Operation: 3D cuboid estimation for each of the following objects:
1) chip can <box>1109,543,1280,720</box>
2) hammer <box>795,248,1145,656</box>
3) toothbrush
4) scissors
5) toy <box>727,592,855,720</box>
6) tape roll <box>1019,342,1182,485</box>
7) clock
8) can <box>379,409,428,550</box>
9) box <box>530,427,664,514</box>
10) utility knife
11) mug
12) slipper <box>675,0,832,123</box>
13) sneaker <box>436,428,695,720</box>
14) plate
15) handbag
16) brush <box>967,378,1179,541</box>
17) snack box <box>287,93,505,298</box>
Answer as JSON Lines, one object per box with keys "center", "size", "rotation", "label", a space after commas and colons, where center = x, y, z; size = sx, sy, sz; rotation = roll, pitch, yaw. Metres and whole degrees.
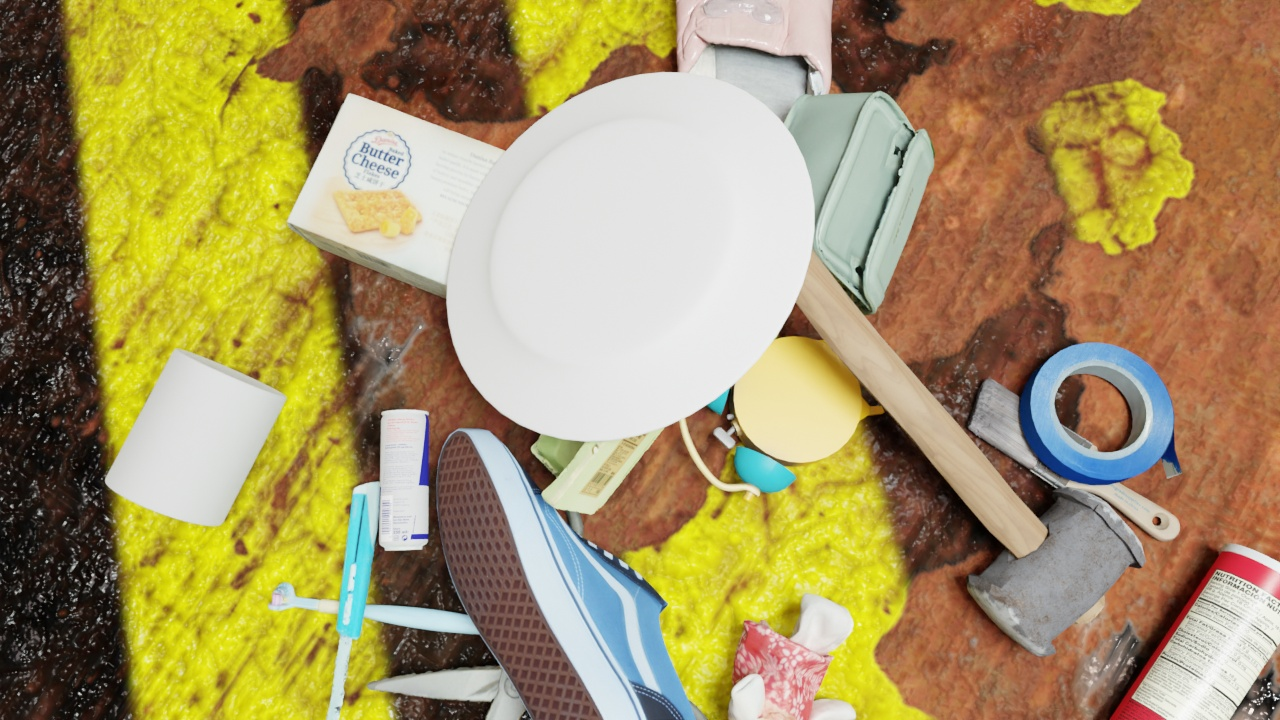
{"center": [0.319, 0.213, 0.551], "size": [0.052, 0.052, 0.214], "rotation": [36, 85, 10], "label": "chip can"}
{"center": [0.171, 0.036, 0.553], "size": [0.098, 0.052, 0.328], "rotation": [-43, 97, -3], "label": "hammer"}
{"center": [-0.178, 0.171, 0.624], "size": [0.155, 0.016, 0.022], "rotation": [6, 42, 7], "label": "toothbrush"}
{"center": [-0.062, 0.193, 0.596], "size": [0.225, 0.016, 0.229], "rotation": [5, 73, 2], "label": "scissors"}
{"center": [0.078, 0.236, 0.550], "size": [0.084, 0.159, 0.194], "rotation": [3, 64, 50], "label": "toy"}
{"center": [0.295, 0.034, 0.593], "size": [0.093, 0.016, 0.091], "rotation": [-1, 70, -2], "label": "tape roll"}
{"center": [0.090, 0.033, 0.611], "size": [0.129, 0.044, 0.099], "rotation": [-24, 79, -6], "label": "clock"}
{"center": [-0.162, 0.082, 0.629], "size": [0.032, 0.032, 0.095], "rotation": [-3, 80, 5], "label": "can"}
{"center": [0.009, 0.013, 0.584], "size": [0.066, 0.127, 0.188], "rotation": [37, 91, -12], "label": "box"}
{"center": [-0.190, 0.161, 0.613], "size": [0.022, 0.015, 0.161], "rotation": [-3, 69, 11], "label": "utility knife"}
{"center": [-0.313, 0.048, 0.634], "size": [0.112, 0.078, 0.096], "rotation": [19, 81, 37], "label": "mug"}
{"center": [0.082, -0.218, 0.648], "size": [0.114, 0.054, 0.274], "rotation": [-1, 79, 5], "label": "slipper"}
{"center": [-0.046, 0.144, 0.577], "size": [0.084, 0.098, 0.241], "rotation": [-52, 58, 32], "label": "sneaker"}
{"center": [-0.018, -0.071, 0.548], "size": [0.243, 0.016, 0.242], "rotation": [-9, 67, 22], "label": "plate"}
{"center": [0.138, -0.105, 0.601], "size": [0.067, 0.106, 0.121], "rotation": [13, 77, 49], "label": "handbag"}
{"center": [0.283, 0.068, 0.600], "size": [0.151, 0.012, 0.039], "rotation": [34, 84, 9], "label": "brush"}
{"center": [-0.129, -0.099, 0.646], "size": [0.208, 0.057, 0.104], "rotation": [22, 82, 8], "label": "snack box"}
